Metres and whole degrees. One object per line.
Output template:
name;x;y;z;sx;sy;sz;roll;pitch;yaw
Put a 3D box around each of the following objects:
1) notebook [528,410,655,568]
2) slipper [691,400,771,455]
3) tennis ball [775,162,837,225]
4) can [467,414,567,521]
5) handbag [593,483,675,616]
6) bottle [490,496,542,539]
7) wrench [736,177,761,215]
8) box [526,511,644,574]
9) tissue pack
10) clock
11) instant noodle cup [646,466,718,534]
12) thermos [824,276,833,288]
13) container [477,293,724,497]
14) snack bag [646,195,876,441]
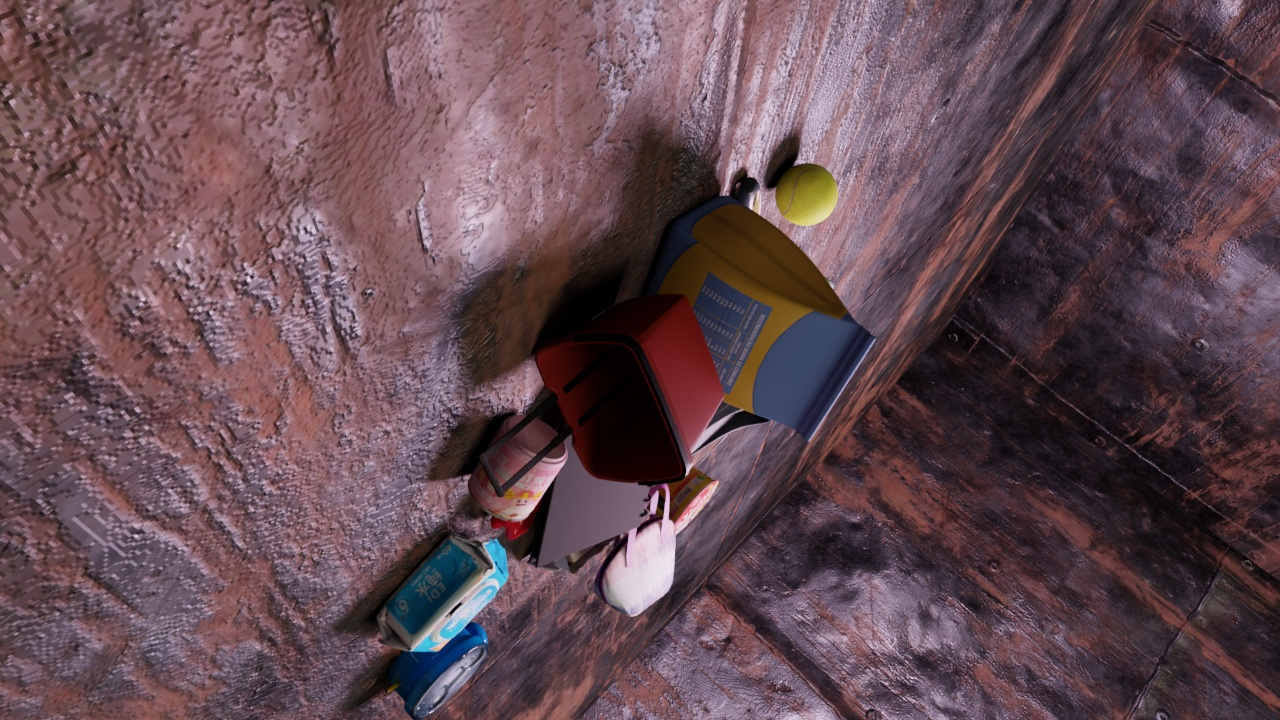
notebook;-0.030;0.094;0.961;0.168;0.019;0.232;-12;123;-47
slipper;0.155;0.062;1.351;0.267;0.083;0.111;-42;160;-16
tennis ball;0.175;-0.176;0.971;0.065;0.065;0.065;-43;161;-19
can;-0.112;0.098;0.840;0.076;0.067;0.067;-56;161;21
handbag;0.001;0.217;1.124;0.144;0.068;0.170;-25;132;-46
bottle;-0.105;0.123;0.949;0.142;0.042;0.041;-54;162;14
wrench;0.118;-0.116;1.012;0.073;0.022;0.274;-60;164;-19
box;-0.074;0.212;1.165;0.144;0.101;0.187;-32;135;-40
tissue pack;-0.195;0.237;0.933;0.144;0.062;0.093;-47;161;-9
clock;-0.238;0.366;1.100;0.116;0.060;0.161;-48;164;-8
instant noodle cup;0.033;0.165;1.243;0.100;0.112;0.100;-43;160;-19
thermos;0.188;-0.032;1.256;0.078;0.065;0.207;26;97;-50
container;-0.026;0.041;0.783;0.200;0.127;0.148;-45;121;-45
snack bag;0.109;-0.033;0.874;0.102;0.205;0.159;-35;157;-38
